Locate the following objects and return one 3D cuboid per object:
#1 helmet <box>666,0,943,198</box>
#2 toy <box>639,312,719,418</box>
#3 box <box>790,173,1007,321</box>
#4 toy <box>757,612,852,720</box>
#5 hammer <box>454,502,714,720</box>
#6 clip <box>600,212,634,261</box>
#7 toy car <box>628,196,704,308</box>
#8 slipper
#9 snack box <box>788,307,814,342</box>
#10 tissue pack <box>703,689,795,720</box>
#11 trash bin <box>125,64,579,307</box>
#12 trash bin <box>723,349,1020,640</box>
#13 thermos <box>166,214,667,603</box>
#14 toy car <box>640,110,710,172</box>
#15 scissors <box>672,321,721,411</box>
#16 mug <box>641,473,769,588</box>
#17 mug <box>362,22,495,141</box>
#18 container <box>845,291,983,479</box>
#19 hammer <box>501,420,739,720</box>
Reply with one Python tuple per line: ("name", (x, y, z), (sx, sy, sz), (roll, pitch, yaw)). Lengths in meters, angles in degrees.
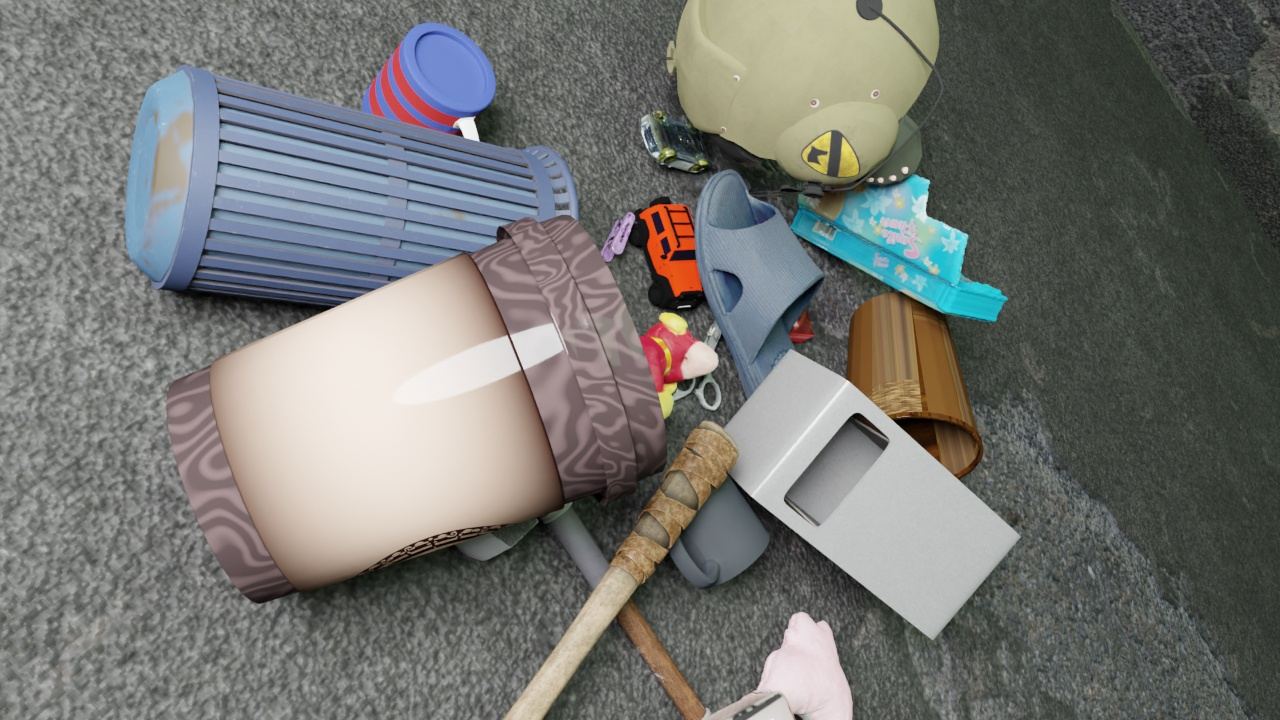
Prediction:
("helmet", (0.142, -0.279, 0.846), (0.232, 0.256, 0.249), (30, 53, -29))
("toy", (-0.004, 0.004, 0.745), (0.105, 0.067, 0.137), (41, 39, 17))
("box", (0.244, -0.124, 0.922), (0.083, 0.227, 0.172), (-45, 134, -4))
("toy", (0.137, 0.255, 0.750), (0.099, 0.053, 0.095), (31, 50, -24))
("hammer", (-0.003, 0.196, 0.672), (0.155, 0.043, 0.322), (-40, 100, -44))
("clip", (-0.018, -0.112, 0.813), (0.013, 0.037, 0.053), (38, 36, -23))
("toy car", (0.028, -0.097, 0.831), (0.051, 0.049, 0.100), (-8, 75, -43))
("slipper", (0.124, -0.046, 0.826), (0.101, 0.083, 0.263), (-30, 106, -46))
("snack box", (0.125, -0.085, 0.927), (0.089, 0.021, 0.132), (3, 68, -39))
("tissue pack", (0.034, 0.309, 0.624), (0.181, 0.071, 0.104), (-18, 80, -32))
("trash bin", (-0.181, -0.095, 0.588), (0.249, 0.140, 0.139), (6, 66, -37))
("trash bin", (0.188, 0.113, 0.786), (0.229, 0.114, 0.114), (39, 91, -20))
("thermos", (-0.121, 0.031, 0.514), (0.226, 0.173, 0.172), (-21, 83, -12))
("toy car", (0.031, -0.210, 0.895), (0.105, 0.033, 0.048), (-4, 76, -58))
("scissors", (0.057, -0.019, 0.836), (0.090, 0.014, 0.171), (22, 63, -34))
("mug", (0.046, 0.132, 0.710), (0.077, 0.071, 0.104), (55, 25, -6))
("mug", (-0.153, -0.186, 0.698), (0.074, 0.076, 0.112), (-24, 86, -45))
("container", (0.266, 0.025, 0.929), (0.132, 0.132, 0.167), (30, 47, -27))
("hammer", (-0.028, 0.164, 0.605), (0.121, 0.049, 0.317), (47, 61, -15))
